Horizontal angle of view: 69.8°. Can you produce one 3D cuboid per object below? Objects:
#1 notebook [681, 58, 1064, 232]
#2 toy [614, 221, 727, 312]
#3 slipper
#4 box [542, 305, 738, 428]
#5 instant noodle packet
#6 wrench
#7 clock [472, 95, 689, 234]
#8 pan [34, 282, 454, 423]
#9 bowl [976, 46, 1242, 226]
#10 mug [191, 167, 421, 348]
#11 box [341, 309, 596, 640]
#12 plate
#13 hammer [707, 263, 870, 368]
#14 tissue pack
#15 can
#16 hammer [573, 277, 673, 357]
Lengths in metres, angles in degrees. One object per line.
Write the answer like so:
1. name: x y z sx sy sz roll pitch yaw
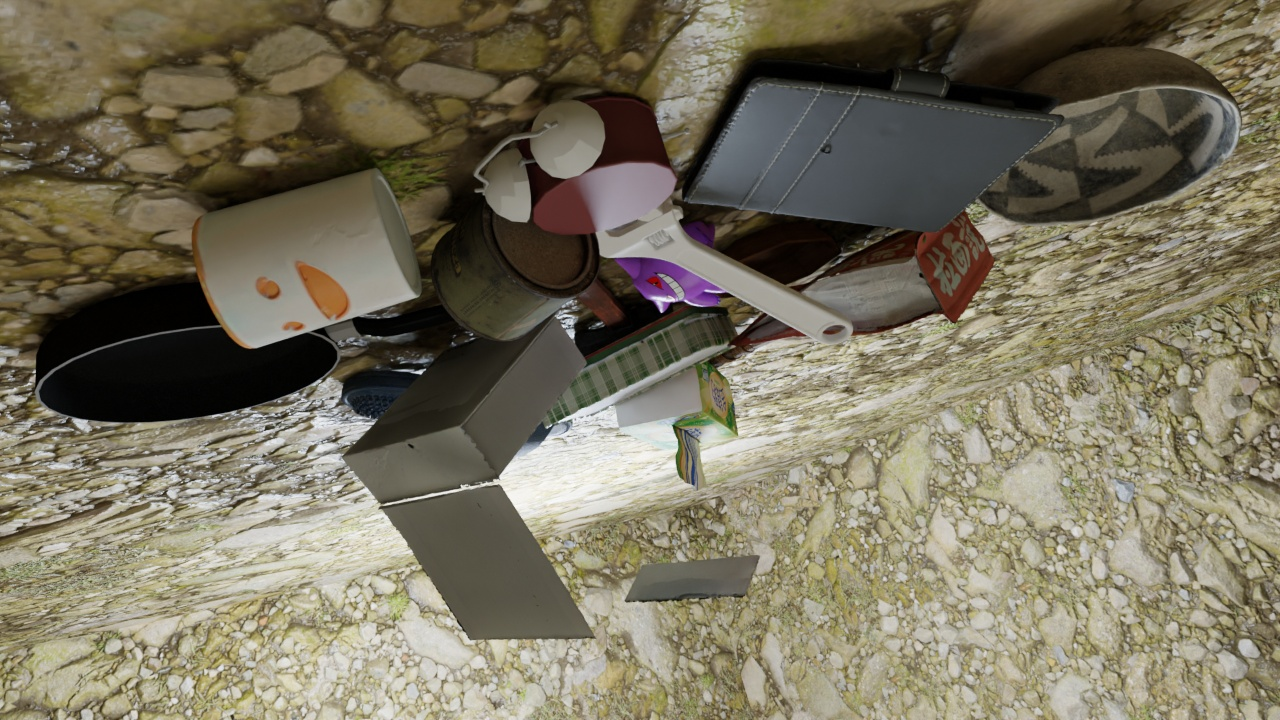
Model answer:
1. notebook: 0.149 -0.141 0.624 0.209 0.029 0.170 2 160 -13
2. toy: 0.031 -0.080 0.771 0.088 0.055 0.106 -27 128 21
3. slipper: -0.182 0.072 0.962 0.263 0.082 0.101 13 151 -36
4. box: -0.006 0.006 0.945 0.206 0.050 0.117 -26 174 26
5. instant noodle packet: 0.205 -0.069 0.884 0.222 0.084 0.163 -19 -166 40
6. wrench: 0.073 -0.067 0.732 0.273 0.018 0.066 23 134 -32
7. clock: -0.036 -0.119 0.560 0.137 0.048 0.096 -3 161 -43
8. pan: -0.260 -0.022 0.691 0.355 0.044 0.204 -15 166 -5
9. bowl: 0.331 -0.175 0.674 0.178 0.081 0.179 2 160 0
10. mug: -0.193 -0.060 0.541 0.105 0.082 0.082 -17 166 -2
11. box: -0.149 0.208 0.748 0.167 0.511 0.173 -15 159 39
12. plate: 0.123 -0.097 0.869 0.131 0.025 0.131 -15 166 -4
13. hammer: 0.153 -0.030 1.084 0.121 0.049 0.320 -35 -173 -40
14. tissue pack: 0.049 0.082 1.088 0.120 0.141 0.197 -14 163 22
15. can: -0.084 -0.068 0.616 0.089 0.089 0.075 -4 161 -41
16. hammer: -0.041 -0.059 0.828 0.111 0.028 0.300 -17 166 8
